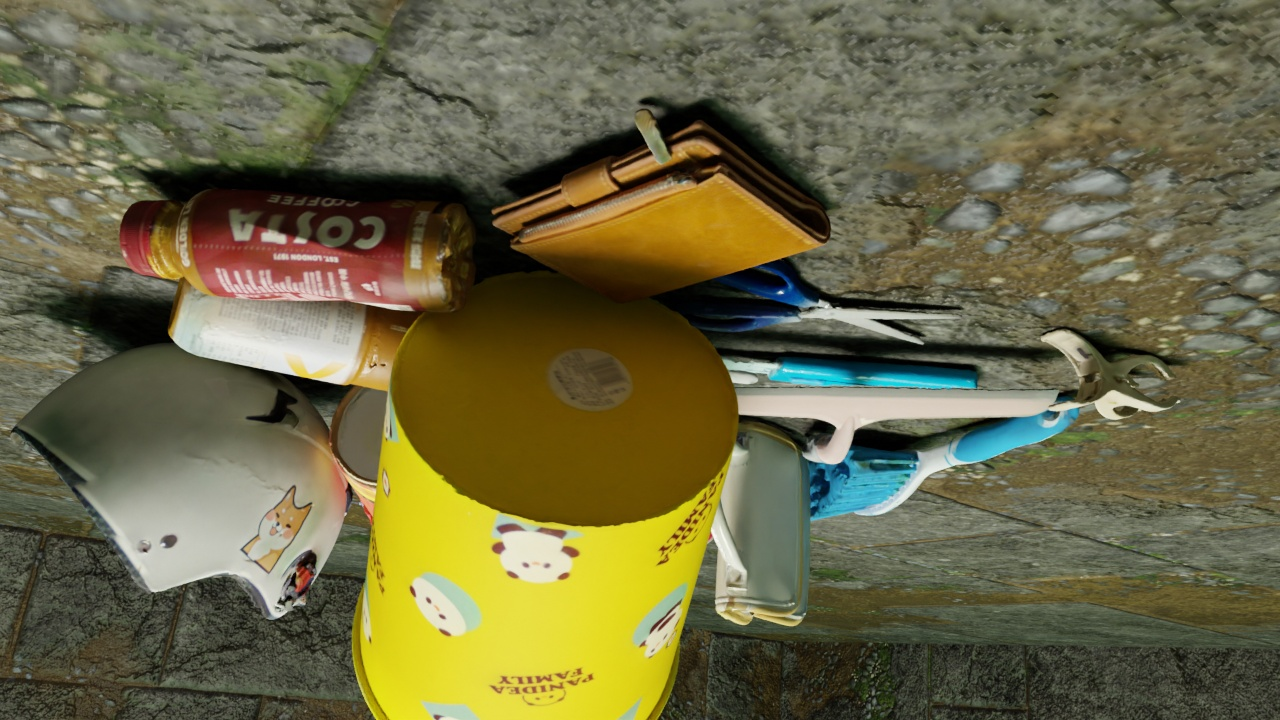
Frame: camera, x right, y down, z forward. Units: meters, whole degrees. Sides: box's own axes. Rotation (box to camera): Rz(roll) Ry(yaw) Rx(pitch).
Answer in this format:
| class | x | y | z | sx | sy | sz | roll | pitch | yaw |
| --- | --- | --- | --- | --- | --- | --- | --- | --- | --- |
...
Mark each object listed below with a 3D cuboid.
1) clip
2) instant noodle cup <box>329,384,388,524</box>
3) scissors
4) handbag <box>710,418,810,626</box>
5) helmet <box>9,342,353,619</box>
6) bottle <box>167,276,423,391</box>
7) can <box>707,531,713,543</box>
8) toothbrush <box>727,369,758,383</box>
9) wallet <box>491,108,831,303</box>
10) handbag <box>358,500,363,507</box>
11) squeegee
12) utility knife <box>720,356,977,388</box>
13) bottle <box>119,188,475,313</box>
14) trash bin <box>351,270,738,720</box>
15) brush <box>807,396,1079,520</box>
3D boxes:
| class | x | y | z | sx | sy | sz | roll | pitch | yaw |
| --- | --- | --- | --- | --- | --- | --- | --- | --- | --- |
| clip | 0.287 | 0.012 | 0.567 | 0.100 | 0.071 | 0.035 | 9 | 162 | -27 |
| instant noodle cup | -0.177 | 0.073 | 0.744 | 0.138 | 0.137 | 0.109 | 3 | 151 | 9 |
| scissors | 0.097 | -0.033 | 0.537 | 0.163 | 0.012 | 0.164 | -6 | 158 | 26 |
| handbag | 0.095 | 0.132 | 0.767 | 0.063 | 0.163 | 0.178 | -6 | 158 | 26 |
| helmet | -0.329 | 0.078 | 0.730 | 0.230 | 0.156 | 0.274 | 34 | 171 | 27 |
| bottle | -0.185 | -0.019 | 0.570 | 0.189 | 0.068 | 0.068 | 14 | 159 | -30 |
| can | 0.040 | 0.173 | 1.038 | 0.067 | 0.066 | 0.093 | -10 | 155 | 38 |
| toothbrush | -0.004 | 0.004 | 0.658 | 0.180 | 0.016 | 0.016 | 7 | 163 | -4 |
| wallet | 0.005 | -0.065 | 0.438 | 0.131 | 0.035 | 0.119 | -12 | 153 | 38 |
| handbag | -0.184 | 0.126 | 0.947 | 0.194 | 0.075 | 0.134 | 9 | 177 | -8 |
| squeegee | 0.145 | 0.059 | 0.693 | 0.248 | 0.040 | 0.250 | 0 | 168 | 4 |
| utility knife | 0.115 | 0.008 | 0.635 | 0.238 | 0.018 | 0.034 | 5 | 160 | 4 |
| bottle | -0.177 | -0.058 | 0.476 | 0.175 | 0.057 | 0.057 | 4 | 160 | 5 |
| trash bin | -0.061 | 0.099 | 0.563 | 0.229 | 0.229 | 0.256 | 8 | 134 | -7 |
| brush | 0.227 | 0.084 | 0.772 | 0.109 | 0.060 | 0.315 | 3 | 158 | -9 |
